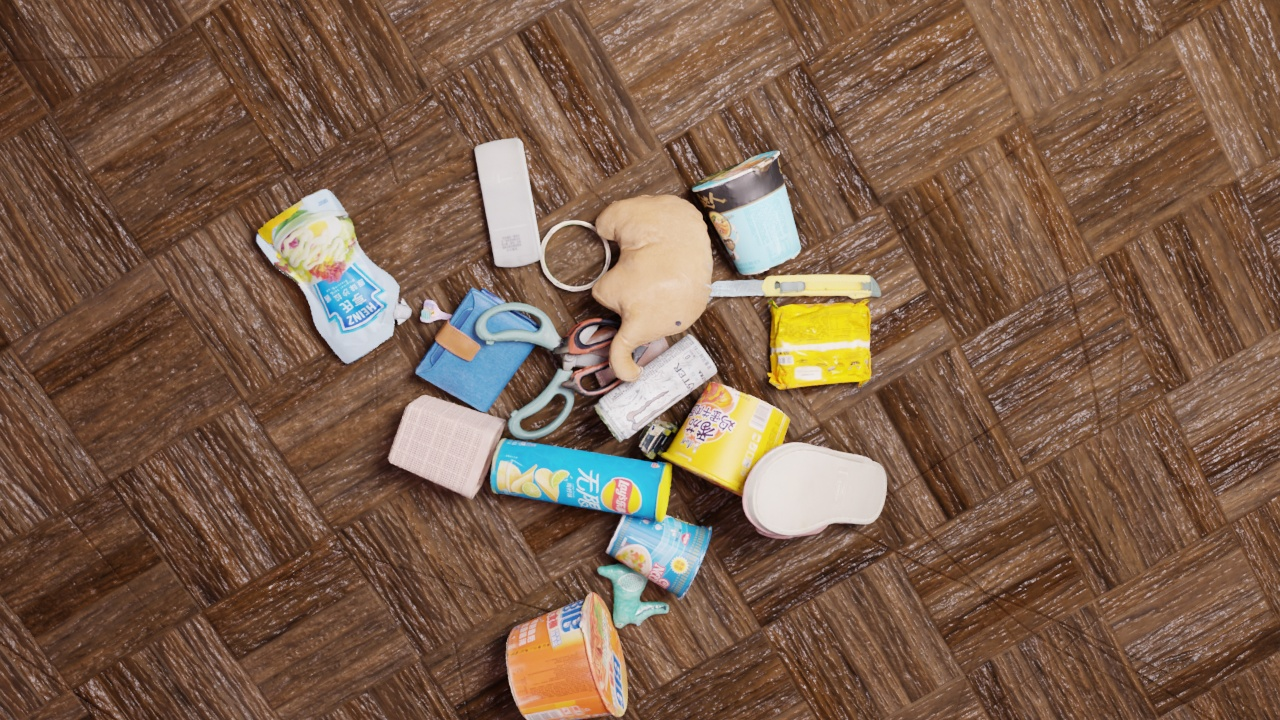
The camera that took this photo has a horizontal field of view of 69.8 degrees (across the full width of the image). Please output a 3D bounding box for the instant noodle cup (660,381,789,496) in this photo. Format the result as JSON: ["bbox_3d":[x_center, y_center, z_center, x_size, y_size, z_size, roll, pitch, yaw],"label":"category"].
[{"bbox_3d":[0.108,0.096,1.101,0.138,0.138,0.109,26,83,-6],"label":"instant noodle cup"}]

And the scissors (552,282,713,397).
[{"bbox_3d":[-0.005,-0.043,1.101,0.192,0.015,0.206,22,87,-19],"label":"scissors"}]

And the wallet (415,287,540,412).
[{"bbox_3d":[-0.194,-0.012,1.105,0.106,0.040,0.133,33,106,-19],"label":"wallet"}]

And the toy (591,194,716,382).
[{"bbox_3d":[0.016,-0.088,1.064,0.143,0.082,0.225,-1,74,10],"label":"toy"}]

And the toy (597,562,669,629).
[{"bbox_3d":[-0.009,0.303,1.178,0.096,0.030,0.092,1,103,-10],"label":"toy"}]

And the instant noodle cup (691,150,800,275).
[{"bbox_3d":[0.133,-0.169,1.080,0.111,0.111,0.120,-24,105,1],"label":"instant noodle cup"}]

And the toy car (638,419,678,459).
[{"bbox_3d":[0.018,0.093,1.117,0.035,0.090,0.042,31,95,9],"label":"toy car"}]

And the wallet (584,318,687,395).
[{"bbox_3d":[-0.007,0.007,1.134,0.101,0.032,0.124,-24,99,-2],"label":"wallet"}]

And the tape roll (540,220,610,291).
[{"bbox_3d":[-0.080,-0.127,1.118,0.086,0.014,0.086,0,99,-2],"label":"tape roll"}]

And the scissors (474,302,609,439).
[{"bbox_3d":[-0.123,0.017,1.091,0.170,0.019,0.180,15,95,-17],"label":"scissors"}]

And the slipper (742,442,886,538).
[{"bbox_3d":[0.204,0.153,1.091,0.273,0.054,0.114,6,90,-44],"label":"slipper"}]

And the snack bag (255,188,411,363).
[{"bbox_3d":[-0.364,-0.100,1.100,0.110,0.039,0.191,-35,99,-8],"label":"snack bag"}]

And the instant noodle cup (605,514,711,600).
[{"bbox_3d":[0.019,0.230,1.141,0.110,0.099,0.099,24,97,2],"label":"instant noodle cup"}]

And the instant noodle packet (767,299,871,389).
[{"bbox_3d":[0.218,-0.021,1.131,0.128,0.044,0.111,-2,92,-6],"label":"instant noodle packet"}]

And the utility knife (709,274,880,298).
[{"bbox_3d":[0.190,-0.090,1.133,0.219,0.022,0.031,-1,89,0],"label":"utility knife"}]

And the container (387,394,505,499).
[{"bbox_3d":[-0.234,0.100,1.110,0.111,0.090,0.090,21,97,-2],"label":"container"}]

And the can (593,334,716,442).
[{"bbox_3d":[0.018,0.033,1.094,0.146,0.058,0.058,-36,98,-3],"label":"can"}]

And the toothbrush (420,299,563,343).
[{"bbox_3d":[-0.174,-0.040,1.124,0.189,0.021,0.029,13,79,-6],"label":"toothbrush"}]

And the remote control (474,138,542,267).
[{"bbox_3d":[-0.157,-0.187,1.098,0.058,0.021,0.150,-8,96,9],"label":"remote control"}]

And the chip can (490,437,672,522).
[{"bbox_3d":[-0.071,0.143,1.109,0.210,0.071,0.071,8,98,9],"label":"chip can"}]

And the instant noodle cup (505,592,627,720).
[{"bbox_3d":[-0.092,0.374,1.131,0.111,0.151,0.151,-18,99,8],"label":"instant noodle cup"}]
